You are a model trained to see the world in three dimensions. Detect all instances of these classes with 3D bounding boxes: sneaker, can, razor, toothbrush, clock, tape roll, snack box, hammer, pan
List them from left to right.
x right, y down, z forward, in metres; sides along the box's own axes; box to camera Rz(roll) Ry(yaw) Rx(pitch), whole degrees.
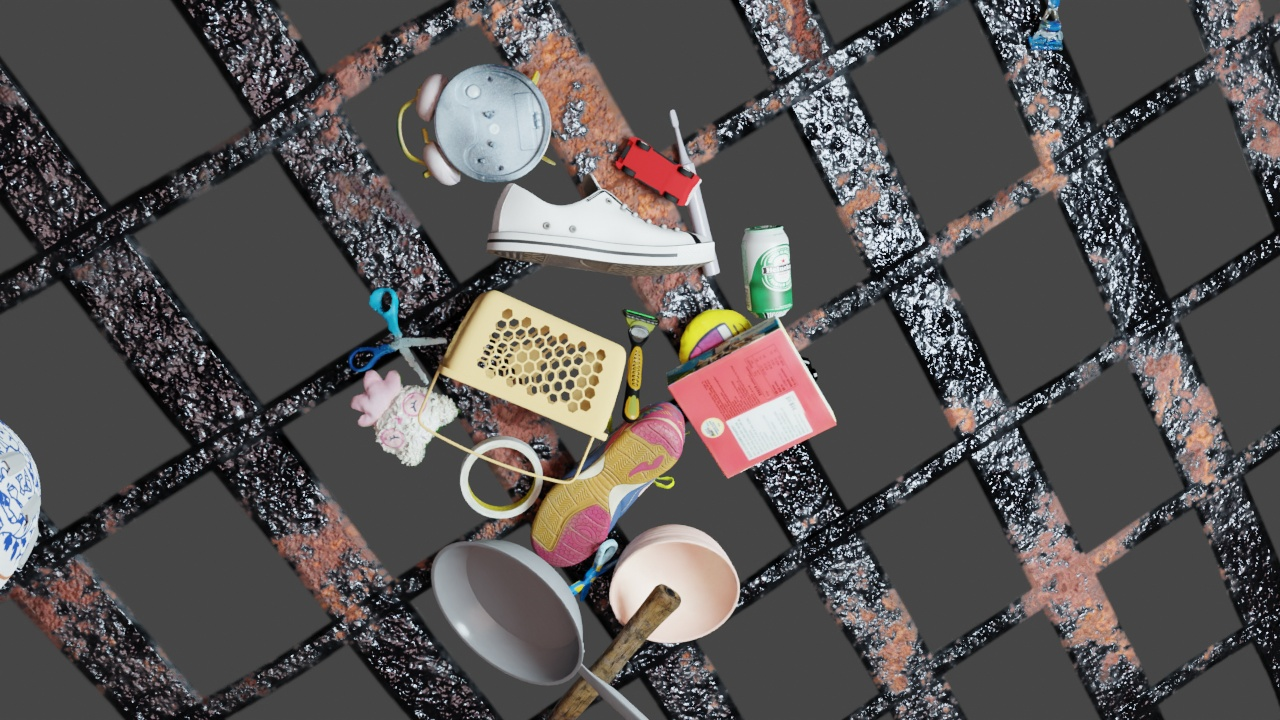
[{"bbox_3d":[-0.172,-0.241,0.950,0.158,0.059,0.117,-9,102,-9],"label":"clock"},{"bbox_3d":[-0.159,0.134,1.051,0.094,0.019,0.094,-2,102,-11],"label":"tape roll"},{"bbox_3d":[-0.082,0.319,1.005,0.356,0.050,0.201,34,131,10],"label":"pan"},{"bbox_3d":[-0.069,0.379,1.072,0.120,0.033,0.331,32,109,-15],"label":"hammer"},{"bbox_3d":[-0.038,-0.148,0.988,0.245,0.091,0.097,5,87,-10],"label":"sneaker"},{"bbox_3d":[-0.033,0.143,1.055,0.116,0.091,0.242,40,111,-10],"label":"sneaker"},{"bbox_3d":[-0.006,0.006,1.013,0.044,0.021,0.143,15,55,-14],"label":"razor"},{"bbox_3d":[0.058,-0.186,1.027,0.018,0.019,0.188,-21,105,-20],"label":"toothbrush"},{"bbox_3d":[0.125,0.044,1.040,0.145,0.040,0.142,-28,114,13],"label":"snack box"},{"bbox_3d":[0.144,-0.100,1.044,0.053,0.053,0.101,-9,103,-9],"label":"can"},{"bbox_3d":[0.474,-0.432,1.058,0.044,0.018,0.141,-3,102,-10],"label":"razor"}]

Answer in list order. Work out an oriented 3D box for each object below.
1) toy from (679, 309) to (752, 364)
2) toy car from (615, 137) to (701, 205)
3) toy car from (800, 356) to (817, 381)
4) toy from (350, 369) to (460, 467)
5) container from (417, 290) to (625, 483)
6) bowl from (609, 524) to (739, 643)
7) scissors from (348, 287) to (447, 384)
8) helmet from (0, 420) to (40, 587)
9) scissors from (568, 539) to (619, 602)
[{"bbox_3d":[0.090,-0.014,1.058,0.094,0.041,0.095,-20,110,-1],"label":"toy"},{"bbox_3d":[0.020,-0.207,1.004,0.089,0.025,0.038,33,108,5],"label":"toy car"},{"bbox_3d":[0.188,0.038,1.089,0.042,0.036,0.092,-14,108,-6],"label":"toy car"},{"bbox_3d":[-0.266,0.059,1.006,0.109,0.041,0.096,36,94,-10],"label":"toy"},{"bbox_3d":[-0.125,0.031,0.979,0.183,0.129,0.167,23,87,-15],"label":"container"},{"bbox_3d":[0.037,0.249,1.076,0.153,0.076,0.153,-2,117,-4],"label":"bowl"},{"bbox_3d":[-0.264,-0.013,0.975,0.119,0.014,0.129,-46,69,11],"label":"scissors"},{"bbox_3d":[-0.667,0.138,0.804,0.235,0.315,0.231,-15,108,-20],"label":"helmet"},{"bbox_3d":[-0.058,0.248,1.063,0.013,0.125,0.131,46,131,21],"label":"scissors"}]
